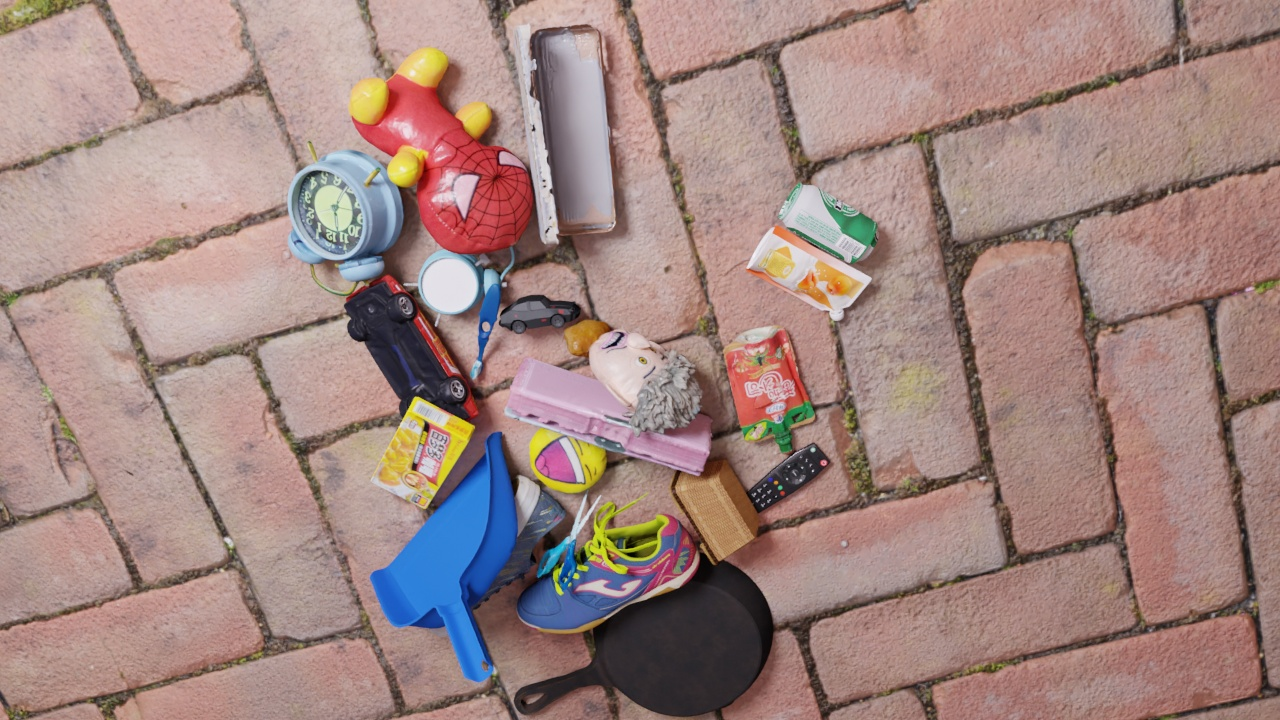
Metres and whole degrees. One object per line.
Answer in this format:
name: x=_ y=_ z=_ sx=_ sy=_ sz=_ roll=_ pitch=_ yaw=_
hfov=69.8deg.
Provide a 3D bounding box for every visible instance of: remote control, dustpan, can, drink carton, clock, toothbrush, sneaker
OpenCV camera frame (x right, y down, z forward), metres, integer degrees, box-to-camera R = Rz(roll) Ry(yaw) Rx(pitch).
remote control: x=0.166 y=0.145 z=1.091 sx=0.125 sy=0.010 sz=0.039 roll=-39 pitch=102 yaw=13
dustpan: x=-0.201 y=0.243 z=1.020 sx=0.246 sy=0.257 sz=0.059 roll=-49 pitch=138 yaw=15
can: x=0.202 y=-0.145 z=0.977 sx=0.101 sy=0.053 sz=0.053 roll=28 pitch=106 yaw=-6
drink carton: x=0.183 y=-0.094 z=1.001 sx=0.122 sy=0.038 sz=0.069 roll=27 pitch=131 yaw=-6
clock: x=-0.320 y=-0.147 z=0.986 sx=0.118 sy=0.059 sz=0.162 roll=20 pitch=117 yaw=15
toothbrush: x=-0.175 y=-0.031 z=1.030 sx=0.021 sy=0.016 sz=0.133 roll=19 pitch=126 yaw=-1
sneaker: x=-0.053 y=0.242 z=1.089 sx=0.242 sy=0.116 sz=0.091 roll=-24 pitch=122 yaw=14
sneaker: x=-0.174 y=0.249 z=1.105 sx=0.079 sy=0.087 sz=0.236 roll=30 pitch=105 yaw=-18
clock: x=-0.195 y=-0.098 z=1.022 sx=0.123 sy=0.042 sz=0.087 roll=-35 pitch=103 yaw=7

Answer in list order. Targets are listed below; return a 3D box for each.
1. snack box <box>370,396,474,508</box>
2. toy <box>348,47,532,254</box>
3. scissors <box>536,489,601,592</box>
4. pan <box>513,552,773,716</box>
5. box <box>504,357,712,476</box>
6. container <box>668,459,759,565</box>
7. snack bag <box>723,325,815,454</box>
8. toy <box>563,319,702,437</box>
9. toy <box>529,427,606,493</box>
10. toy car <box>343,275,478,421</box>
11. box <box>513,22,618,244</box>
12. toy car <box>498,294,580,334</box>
snack box: x=-0.253 y=0.109 z=1.060 sx=0.075 sy=0.025 sz=0.153 roll=29 pitch=131 yaw=-10
toy: x=-0.200 y=-0.206 z=0.950 sx=0.147 sy=0.099 sz=0.216 roll=-42 pitch=103 yaw=-29
scissors: x=-0.075 y=0.212 z=1.073 sx=0.015 sy=0.103 sz=0.133 roll=35 pitch=92 yaw=-26
pan: x=-0.005 y=0.378 z=1.154 sx=0.356 sy=0.043 sz=0.249 roll=-26 pitch=104 yaw=10
box: x=-0.033 y=0.064 z=1.036 sx=0.233 sy=0.097 sz=0.046 roll=17 pitch=113 yaw=-4
container: x=0.090 y=0.171 z=1.070 sx=0.061 sy=0.063 sz=0.114 roll=-25 pitch=105 yaw=23
snack bag: x=0.148 y=0.039 z=1.050 sx=0.087 sy=0.044 sz=0.155 roll=-20 pitch=111 yaw=-3
toy: x=-0.006 y=0.006 z=1.008 sx=0.176 sy=0.132 sz=0.076 roll=34 pitch=120 yaw=9
toy: x=-0.085 y=0.113 z=1.078 sx=0.094 sy=0.041 sz=0.095 roll=-15 pitch=109 yaw=11
toy car: x=-0.258 y=-0.004 z=1.036 sx=0.082 sy=0.056 sz=0.189 roll=-22 pitch=108 yaw=28
box: x=-0.073 y=-0.236 z=0.954 sx=0.107 sy=0.095 sz=0.216 roll=-12 pitch=107 yaw=-20
toy car: x=-0.113 y=-0.055 z=1.026 sx=0.092 sy=0.042 sz=0.036 roll=-8 pitch=109 yaw=5
